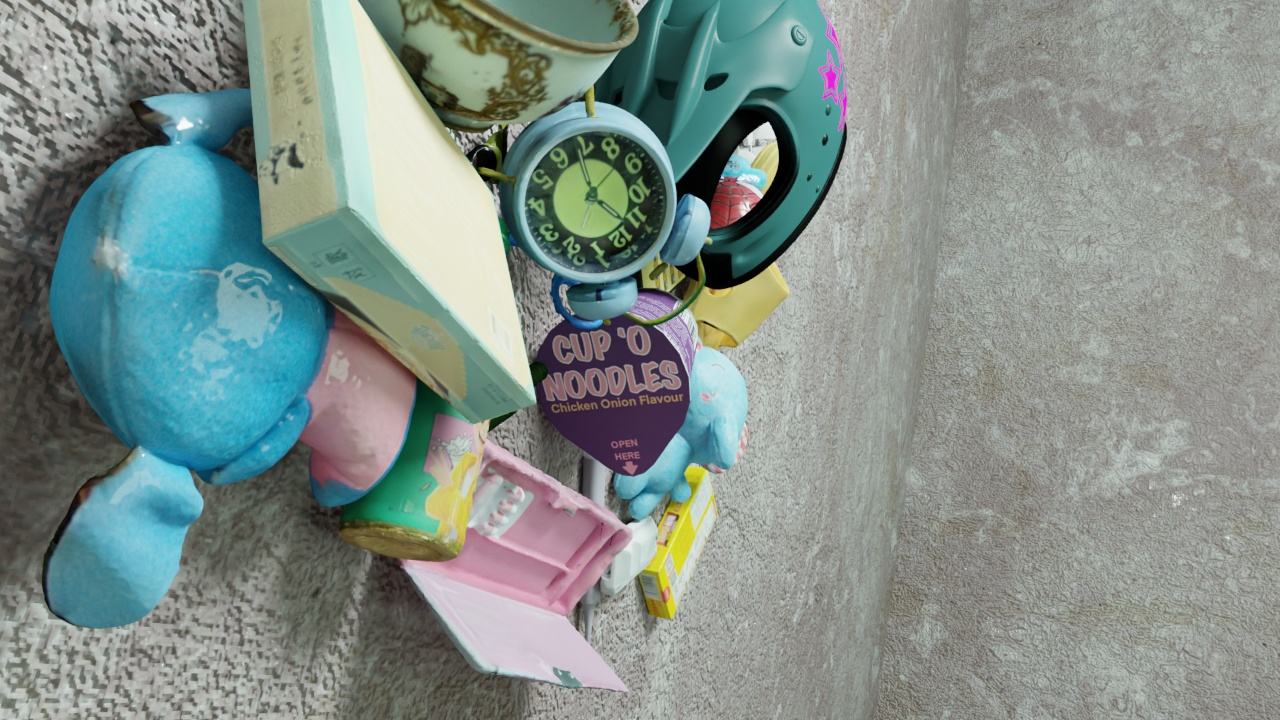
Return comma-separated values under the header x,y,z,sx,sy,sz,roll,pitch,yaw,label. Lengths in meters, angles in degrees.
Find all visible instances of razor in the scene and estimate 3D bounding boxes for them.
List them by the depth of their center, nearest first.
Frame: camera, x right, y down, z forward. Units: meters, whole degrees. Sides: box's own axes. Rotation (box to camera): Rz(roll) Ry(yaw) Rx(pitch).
x,y,z,sx,sy,sz,roll,pitch,yaw,label
-0.121,-0.110,0.562,0.143,0.021,0.044,-47,149,-54,razor

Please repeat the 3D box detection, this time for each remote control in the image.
x,y,z,sx,sy,sz,roll,pitch,yaw,label
-0.007,0.177,0.841,0.133,0.022,0.050,-2,97,-75,remote control
0.023,-0.093,0.885,0.133,0.013,0.058,-46,135,-53,remote control

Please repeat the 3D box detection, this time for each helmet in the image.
x,y,z,sx,sy,sz,roll,pitch,yaw,label
0.055,-0.199,0.744,0.200,0.177,0.274,46,61,-42,helmet

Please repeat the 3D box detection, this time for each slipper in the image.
x,y,z,sx,sy,sz,roll,pitch,yaw,label
0.117,-0.100,0.952,0.099,0.078,0.263,28,87,-59,slipper

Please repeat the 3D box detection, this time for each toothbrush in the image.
x,y,z,sx,sy,sz,roll,pitch,yaw,label
-0.043,0.175,0.792,0.018,0.019,0.188,-5,100,-49,toothbrush

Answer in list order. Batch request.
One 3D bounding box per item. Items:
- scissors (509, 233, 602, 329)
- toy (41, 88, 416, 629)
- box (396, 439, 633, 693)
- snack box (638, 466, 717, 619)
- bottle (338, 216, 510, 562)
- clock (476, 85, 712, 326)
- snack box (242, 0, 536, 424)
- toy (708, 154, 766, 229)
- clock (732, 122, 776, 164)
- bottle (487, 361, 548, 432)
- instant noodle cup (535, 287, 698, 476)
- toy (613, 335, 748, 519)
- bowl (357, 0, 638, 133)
x,y,z,sx,sy,sz,roll,pitch,yaw,label
-0.054,-0.084,0.649,0.123,0.016,0.125,-41,101,-38,scissors
-0.166,0.001,0.397,0.191,0.099,0.223,44,44,-65,toy
-0.056,0.150,0.626,0.106,0.115,0.232,-51,149,-6,box
0.042,0.190,0.971,0.151,0.025,0.075,-58,145,-44,snack box
-0.117,0.008,0.538,0.068,0.068,0.209,50,43,-57,bottle
-0.021,-0.093,0.600,0.162,0.118,0.060,46,6,-22,clock
-0.109,-0.070,0.431,0.193,0.044,0.141,58,14,-63,snack box
0.081,-0.156,0.895,0.062,0.092,0.132,113,-14,-56,toy
0.133,-0.211,1.041,0.159,0.061,0.119,71,34,-44,clock
-0.099,0.027,0.624,0.122,0.033,0.033,-38,128,-58,bottle
-0.004,0.004,0.740,0.121,0.122,0.137,-53,133,-63,instant noodle cup
0.045,0.069,0.870,0.180,0.115,0.183,-55,134,-28,toy
-0.092,-0.183,0.498,0.094,0.160,0.159,-51,175,34,bowl
